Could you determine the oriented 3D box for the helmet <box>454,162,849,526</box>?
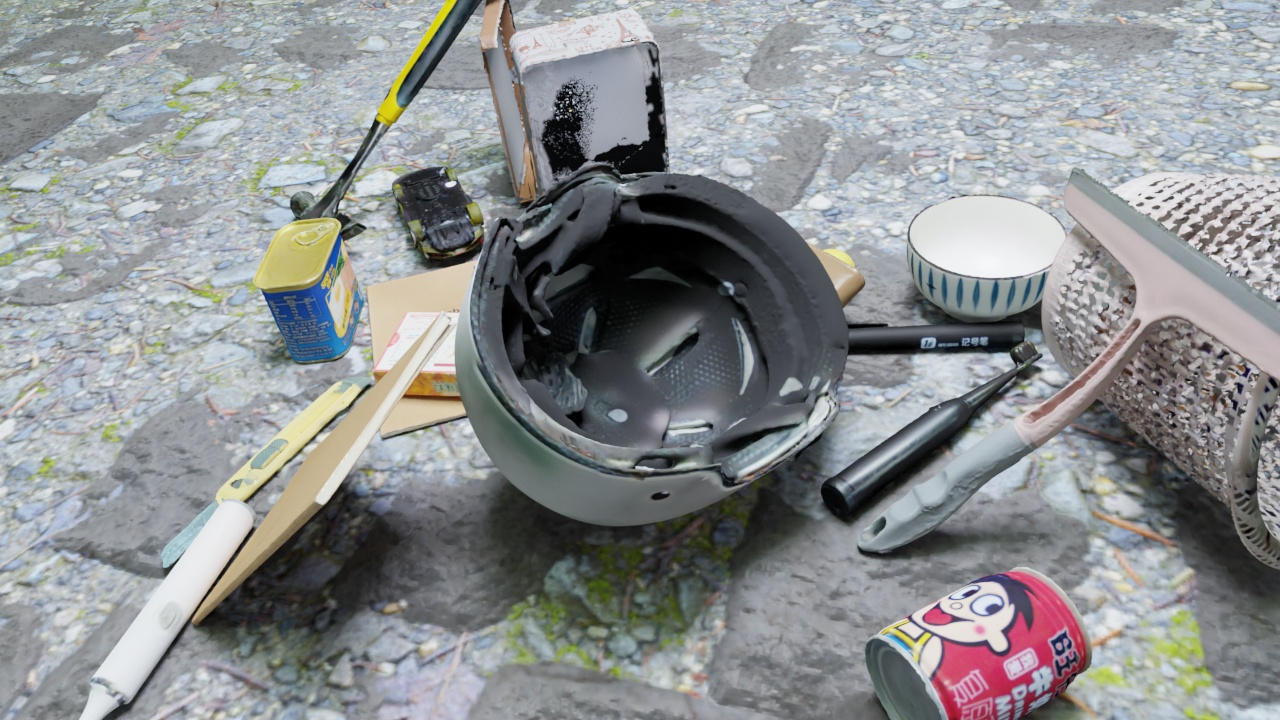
[{"bbox_3d":[-0.004,0.003,0.597,0.230,0.157,0.273,46,43,8],"label":"helmet"}]

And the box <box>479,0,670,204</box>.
[{"bbox_3d":[-0.071,-0.257,0.913,0.157,0.183,0.193,-12,43,-6],"label":"box"}]

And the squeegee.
[{"bbox_3d":[0.221,0.034,0.525,0.040,0.250,0.247,32,24,-21],"label":"squeegee"}]

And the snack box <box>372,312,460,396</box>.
[{"bbox_3d":[-0.123,-0.006,0.724,0.156,0.027,0.076,1,41,11],"label":"snack box"}]

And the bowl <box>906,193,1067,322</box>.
[{"bbox_3d":[0.267,-0.072,0.719,0.116,0.066,0.116,-6,40,5],"label":"bowl"}]

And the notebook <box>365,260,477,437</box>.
[{"bbox_3d":[-0.154,-0.023,0.778,0.147,0.008,0.207,-15,40,-8],"label":"notebook"}]

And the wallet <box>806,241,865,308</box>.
[{"bbox_3d":[0.105,-0.044,0.715,0.115,0.033,0.090,-45,54,-13],"label":"wallet"}]

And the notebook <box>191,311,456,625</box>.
[{"bbox_3d":[-0.197,0.070,0.562,0.212,0.012,0.149,-37,20,40],"label":"notebook"}]

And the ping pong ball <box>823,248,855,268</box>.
[{"bbox_3d":[0.157,-0.072,0.757,0.040,0.040,0.040,-5,40,4],"label":"ping pong ball"}]

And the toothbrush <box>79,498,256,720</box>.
[{"bbox_3d":[-0.302,0.174,0.554,0.026,0.026,0.220,37,41,-15],"label":"toothbrush"}]

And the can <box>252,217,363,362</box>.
[{"bbox_3d":[-0.279,-0.059,0.784,0.057,0.083,0.102,-6,40,2],"label":"can"}]

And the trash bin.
[{"bbox_3d":[0.364,-0.019,0.548,0.227,0.228,0.192,-19,28,-13],"label":"trash bin"}]

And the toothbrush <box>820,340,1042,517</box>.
[{"bbox_3d":[0.206,0.041,0.626,0.212,0.026,0.027,-30,83,-24],"label":"toothbrush"}]

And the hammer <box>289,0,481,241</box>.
[{"bbox_3d":[-0.237,-0.250,0.896,0.323,0.032,0.126,-53,44,9],"label":"hammer"}]

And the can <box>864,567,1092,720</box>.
[{"bbox_3d":[0.172,0.152,0.469,0.093,0.067,0.066,-21,42,-16],"label":"can"}]

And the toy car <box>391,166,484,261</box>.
[{"bbox_3d":[-0.201,-0.150,0.910,0.070,0.042,0.158,-19,42,-13],"label":"toy car"}]

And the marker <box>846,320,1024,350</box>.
[{"bbox_3d":[0.223,-0.019,0.700,0.132,0.020,0.022,-2,60,9],"label":"marker"}]

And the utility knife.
[{"bbox_3d":[-0.274,0.076,0.681,0.031,0.021,0.206,10,47,29],"label":"utility knife"}]
